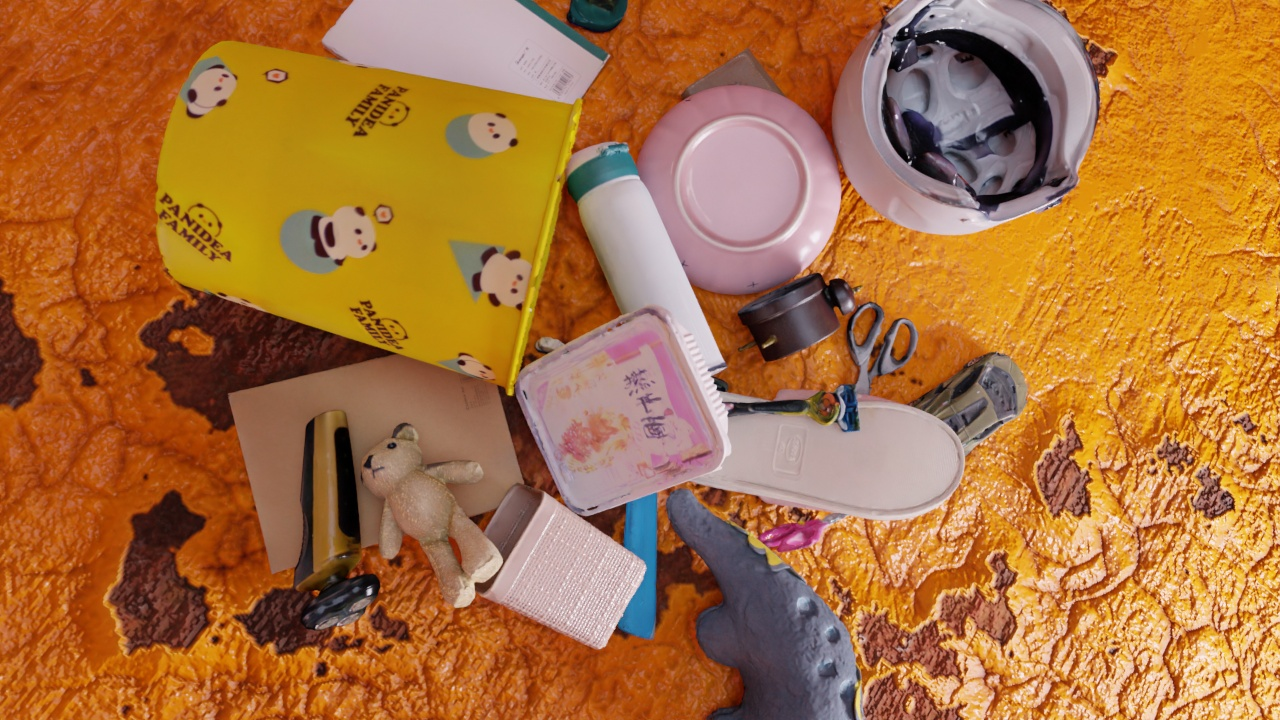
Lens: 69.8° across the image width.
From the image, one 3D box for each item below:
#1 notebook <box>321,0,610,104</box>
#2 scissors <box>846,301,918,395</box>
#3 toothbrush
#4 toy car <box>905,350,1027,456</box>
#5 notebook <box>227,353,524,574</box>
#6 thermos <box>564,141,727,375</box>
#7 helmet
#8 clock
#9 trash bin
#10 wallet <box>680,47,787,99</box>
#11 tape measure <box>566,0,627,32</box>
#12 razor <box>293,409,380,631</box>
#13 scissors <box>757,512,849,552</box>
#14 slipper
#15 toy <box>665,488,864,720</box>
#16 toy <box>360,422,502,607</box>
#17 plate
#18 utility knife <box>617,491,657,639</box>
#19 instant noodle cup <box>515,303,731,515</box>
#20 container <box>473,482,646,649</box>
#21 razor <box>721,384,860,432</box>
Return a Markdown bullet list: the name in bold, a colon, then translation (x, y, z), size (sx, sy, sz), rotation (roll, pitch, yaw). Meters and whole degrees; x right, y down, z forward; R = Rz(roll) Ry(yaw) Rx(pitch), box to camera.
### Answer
- **notebook**: translation (-0.151, -0.278, 0.821), size (0.209, 0.012, 0.150), rotation (33, 76, -7)
- **scissors**: translation (0.217, 0.032, 0.869), size (0.142, 0.014, 0.173), rotation (-11, 85, -14)
- **toothbrush**: translation (-0.005, 0.005, 0.817), size (0.181, 0.018, 0.015), rotation (14, 71, -14)
- **toy car**: translation (0.311, 0.047, 0.878), size (0.158, 0.042, 0.070), rotation (-33, 91, -19)
- **notebook**: translation (-0.212, 0.072, 0.758), size (0.211, 0.012, 0.149), rotation (-14, 85, -16)
- **thermos**: translation (-0.001, -0.082, 0.797), size (0.073, 0.073, 0.224), rotation (-22, 85, -16)
- **helmet**: translation (0.284, -0.221, 0.854), size (0.258, 0.146, 0.229), rotation (-34, 92, -25)
- **clock**: translation (0.145, -0.044, 0.827), size (0.121, 0.082, 0.055), rotation (-27, 94, -15)
- **trash bin**: translation (-0.192, -0.113, 0.687), size (0.255, 0.230, 0.229), rotation (13, 79, -7)
- **wallet**: translation (0.105, -0.230, 0.870), size (0.090, 0.033, 0.115), rotation (-37, 89, -15)
- **tape measure**: translation (-0.039, -0.334, 0.851), size (0.054, 0.025, 0.058), rotation (12, 80, -11)
- **razor**: translation (-0.237, 0.122, 0.712), size (0.068, 0.062, 0.167), rotation (-11, 77, 17)
- **scissors**: translation (0.171, 0.144, 0.823), size (0.135, 0.064, 0.017), rotation (-16, 98, -24)
- **slipper**: translation (0.151, 0.081, 0.823), size (0.274, 0.054, 0.114), rotation (6, 77, -1)
- **toy**: translation (0.115, 0.275, 0.771), size (0.138, 0.091, 0.356), rotation (-10, 83, -3)
- **toy**: translation (-0.163, 0.118, 0.699), size (0.105, 0.066, 0.157), rotation (-48, 60, 6)
- **plate**: translation (0.089, -0.156, 0.827), size (0.192, 0.039, 0.192), rotation (0, 91, -2)
- **utility knife**: translation (0.001, 0.138, 0.798), size (0.034, 0.018, 0.202), rotation (7, 80, -25)
- **instant noodle cup**: translation (-0.008, 0.039, 0.747), size (0.060, 0.174, 0.138), rotation (-22, 87, -56)
- **container**: translation (-0.067, 0.167, 0.735), size (0.111, 0.090, 0.089), rotation (35, 75, -19)
- **razor**: translation (0.119, 0.041, 0.792), size (0.143, 0.022, 0.042), rotation (-1, 75, 0)
